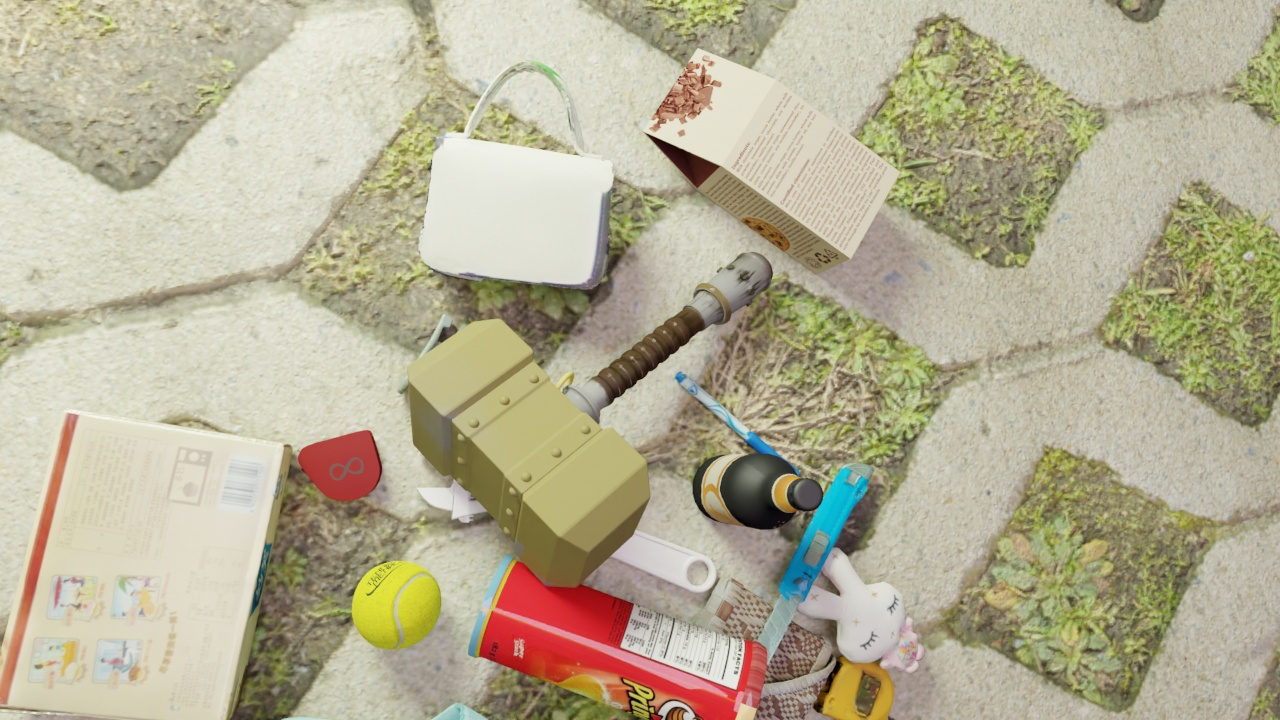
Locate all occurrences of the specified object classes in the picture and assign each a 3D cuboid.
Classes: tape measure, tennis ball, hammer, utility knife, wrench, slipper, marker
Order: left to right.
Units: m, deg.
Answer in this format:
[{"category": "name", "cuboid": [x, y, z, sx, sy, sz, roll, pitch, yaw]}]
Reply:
[{"category": "tape measure", "cuboid": [-0.235, 0.086, 0.724, 0.059, 0.019, 0.051, -15, 90, -8]}, {"category": "tennis ball", "cuboid": [-0.185, 0.186, 0.700, 0.065, 0.065, 0.065, 2, 84, -14]}, {"category": "slipper", "cuboid": [-0.157, 0.312, 0.673, 0.276, 0.115, 0.070, 19, 115, -7]}, {"category": "wrench", "cuboid": [-0.058, 0.134, 0.764, 0.273, 0.018, 0.066, 24, 78, -11]}, {"category": "hammer", "cuboid": [-0.004, 0.004, 0.741, 0.190, 0.101, 0.324, 43, 60, 16]}, {"category": "marker", "cuboid": [0.085, 0.058, 0.810, 0.142, 0.013, 0.013, 41, 76, -7]}, {"category": "utility knife", "cuboid": [0.150, 0.168, 0.792, 0.031, 0.015, 0.206, 27, 64, 14]}, {"category": "tape measure", "cuboid": [0.192, 0.289, 0.803, 0.068, 0.030, 0.059, 23, 81, -11]}]

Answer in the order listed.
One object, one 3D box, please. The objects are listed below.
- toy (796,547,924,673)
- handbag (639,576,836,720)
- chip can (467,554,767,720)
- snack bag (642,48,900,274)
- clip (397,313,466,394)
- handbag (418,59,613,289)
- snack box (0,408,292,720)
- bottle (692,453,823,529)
[{"category": "toy", "cuboid": [0.196, 0.223, 0.795, 0.125, 0.037, 0.075, 42, 64, 4]}, {"category": "handbag", "cuboid": [0.076, 0.289, 0.765, 0.124, 0.047, 0.185, 35, 76, -9]}, {"category": "chip can", "cuboid": [-0.017, 0.224, 0.705, 0.213, 0.087, 0.087, 19, 79, 3]}, {"category": "snack bag", "cuboid": [0.111, -0.179, 0.811, 0.206, 0.070, 0.094, 34, 77, -8]}, {"category": "clip", "cuboid": [-0.168, 0.000, 0.748, 0.043, 0.023, 0.076, 30, 76, -8]}, {"category": "handbag", "cuboid": [-0.096, -0.152, 0.746, 0.151, 0.074, 0.176, 5, 102, -11]}, {"category": "snack box", "cuboid": [-0.355, 0.150, 0.668, 0.153, 0.055, 0.207, 11, 82, -13]}, {"category": "bottle", "cuboid": [0.094, 0.102, 0.719, 0.059, 0.182, 0.059, 2, 83, -14]}]
